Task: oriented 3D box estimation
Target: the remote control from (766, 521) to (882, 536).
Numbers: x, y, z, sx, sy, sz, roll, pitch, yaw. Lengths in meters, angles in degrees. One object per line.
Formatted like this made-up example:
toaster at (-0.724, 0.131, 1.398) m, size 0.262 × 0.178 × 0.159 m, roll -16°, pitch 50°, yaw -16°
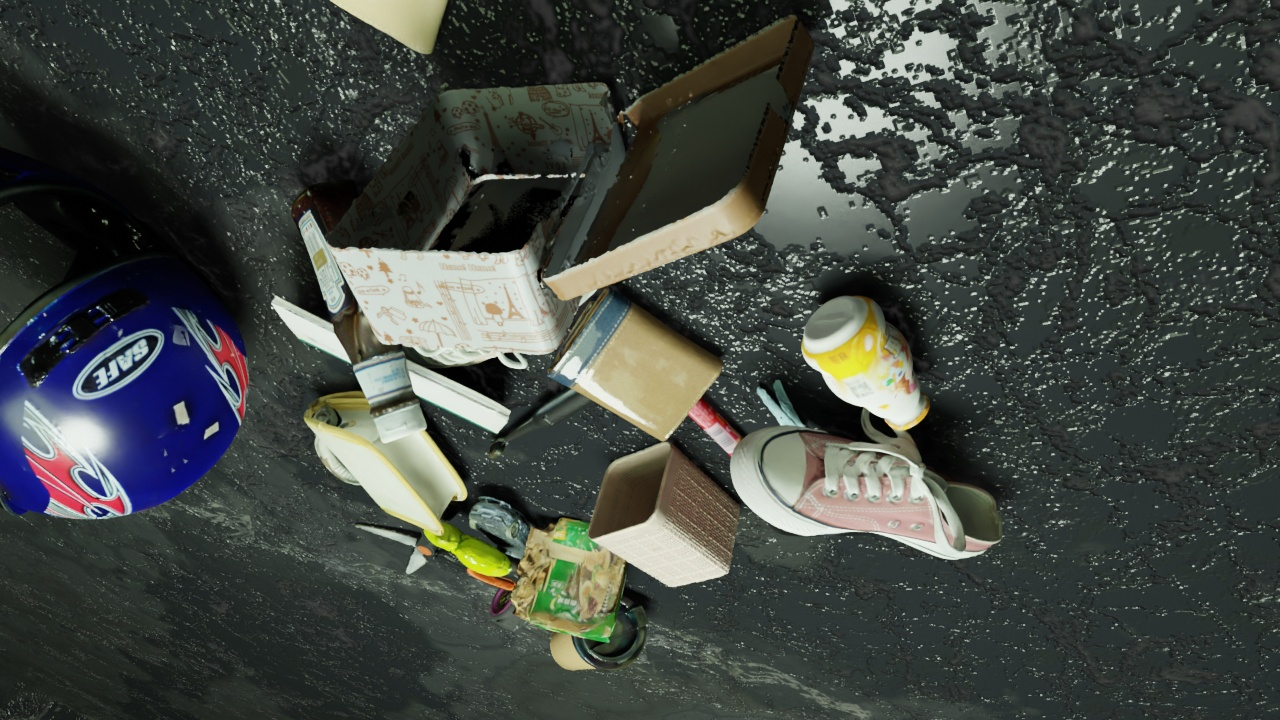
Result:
remote control at (0.180, 0.139, 0.831) m, size 0.137 × 0.024 × 0.053 m, roll -7°, pitch 134°, yaw 29°

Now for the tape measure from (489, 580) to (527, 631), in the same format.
tape measure at (-0.153, 0.298, 1.114) m, size 0.039 × 0.057 × 0.058 m, roll 39°, pitch 177°, yaw -25°

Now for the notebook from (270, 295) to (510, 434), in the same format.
notebook at (-0.214, 0.011, 0.808) m, size 0.209 × 0.012 × 0.150 m, roll 27°, pitch 166°, yaw -7°

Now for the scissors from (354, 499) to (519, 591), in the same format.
scissors at (-0.237, 0.218, 1.090) m, size 0.221 × 0.021 × 0.235 m, roll 25°, pitch 140°, yaw 2°

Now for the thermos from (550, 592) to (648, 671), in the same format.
thermos at (-0.055, 0.328, 1.091) m, size 0.093 × 0.092 × 0.144 m, roll 28°, pitch 147°, yaw -10°

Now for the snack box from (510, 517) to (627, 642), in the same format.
snack box at (-0.065, 0.246, 0.993) m, size 0.117 × 0.118 × 0.106 m, roll 8°, pitch 151°, yaw 14°

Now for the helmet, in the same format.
helmet at (-0.457, -0.005, 0.748) m, size 0.240 × 0.246 × 0.316 m, roll 29°, pitch 148°, yaw 17°

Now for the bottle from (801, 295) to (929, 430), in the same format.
bottle at (0.165, 0.004, 0.658) m, size 0.063 × 0.063 × 0.108 m, roll -23°, pitch 124°, yaw 38°

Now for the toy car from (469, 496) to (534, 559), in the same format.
toy car at (-0.143, 0.187, 1.004) m, size 0.054 × 0.036 × 0.121 m, roll 9°, pitch 148°, yaw 24°

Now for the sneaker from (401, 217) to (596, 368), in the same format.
sneaker at (-0.128, -0.026, 0.721) m, size 0.243 × 0.090 × 0.089 m, roll -21°, pitch 124°, yaw 38°

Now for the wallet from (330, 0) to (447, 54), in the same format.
wallet at (-0.148, -0.246, 0.537) m, size 0.087 × 0.024 × 0.115 m, roll 28°, pitch 140°, yaw -8°

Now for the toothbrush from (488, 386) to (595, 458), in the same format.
toothbrush at (-0.081, 0.048, 0.831) m, size 0.026 × 0.027 × 0.213 m, roll 33°, pitch 138°, yaw -25°

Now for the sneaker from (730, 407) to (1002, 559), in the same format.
sneaker at (0.191, 0.097, 0.718) m, size 0.241 × 0.118 × 0.088 m, roll 17°, pitch 147°, yaw -15°

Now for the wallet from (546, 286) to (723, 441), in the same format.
wallet at (-0.004, 0.004, 0.731) m, size 0.115 × 0.033 × 0.090 m, roll 31°, pitch 109°, yaw -14°

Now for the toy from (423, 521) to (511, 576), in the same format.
toy at (-0.185, 0.205, 0.991) m, size 0.100 × 0.031 × 0.097 m, roll 28°, pitch 173°, yaw 16°

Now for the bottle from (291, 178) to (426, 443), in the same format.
bottle at (-0.210, -0.034, 0.694) m, size 0.080 × 0.043 × 0.195 m, roll -17°, pitch 92°, yaw 57°

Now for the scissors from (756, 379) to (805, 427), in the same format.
scissors at (0.142, 0.062, 0.771) m, size 0.073 × 0.017 × 0.137 m, roll -10°, pitch 127°, yaw 24°

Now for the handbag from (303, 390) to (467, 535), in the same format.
handbag at (-0.279, 0.097, 0.952) m, size 0.179 × 0.063 × 0.163 m, roll 9°, pitch 141°, yaw 35°

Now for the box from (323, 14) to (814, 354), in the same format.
box at (-0.033, -0.101, 0.532) m, size 0.260 × 0.178 × 0.110 m, roll 2°, pitch 137°, yaw 20°

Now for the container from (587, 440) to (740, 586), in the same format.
container at (0.027, 0.149, 0.856) m, size 0.090 × 0.089 × 0.111 m, roll -25°, pitch 125°, yaw 40°

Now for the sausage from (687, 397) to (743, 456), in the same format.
sausage at (0.067, 0.059, 0.791) m, size 0.020 × 0.020 × 0.156 m, roll -23°, pitch 124°, yaw 38°
